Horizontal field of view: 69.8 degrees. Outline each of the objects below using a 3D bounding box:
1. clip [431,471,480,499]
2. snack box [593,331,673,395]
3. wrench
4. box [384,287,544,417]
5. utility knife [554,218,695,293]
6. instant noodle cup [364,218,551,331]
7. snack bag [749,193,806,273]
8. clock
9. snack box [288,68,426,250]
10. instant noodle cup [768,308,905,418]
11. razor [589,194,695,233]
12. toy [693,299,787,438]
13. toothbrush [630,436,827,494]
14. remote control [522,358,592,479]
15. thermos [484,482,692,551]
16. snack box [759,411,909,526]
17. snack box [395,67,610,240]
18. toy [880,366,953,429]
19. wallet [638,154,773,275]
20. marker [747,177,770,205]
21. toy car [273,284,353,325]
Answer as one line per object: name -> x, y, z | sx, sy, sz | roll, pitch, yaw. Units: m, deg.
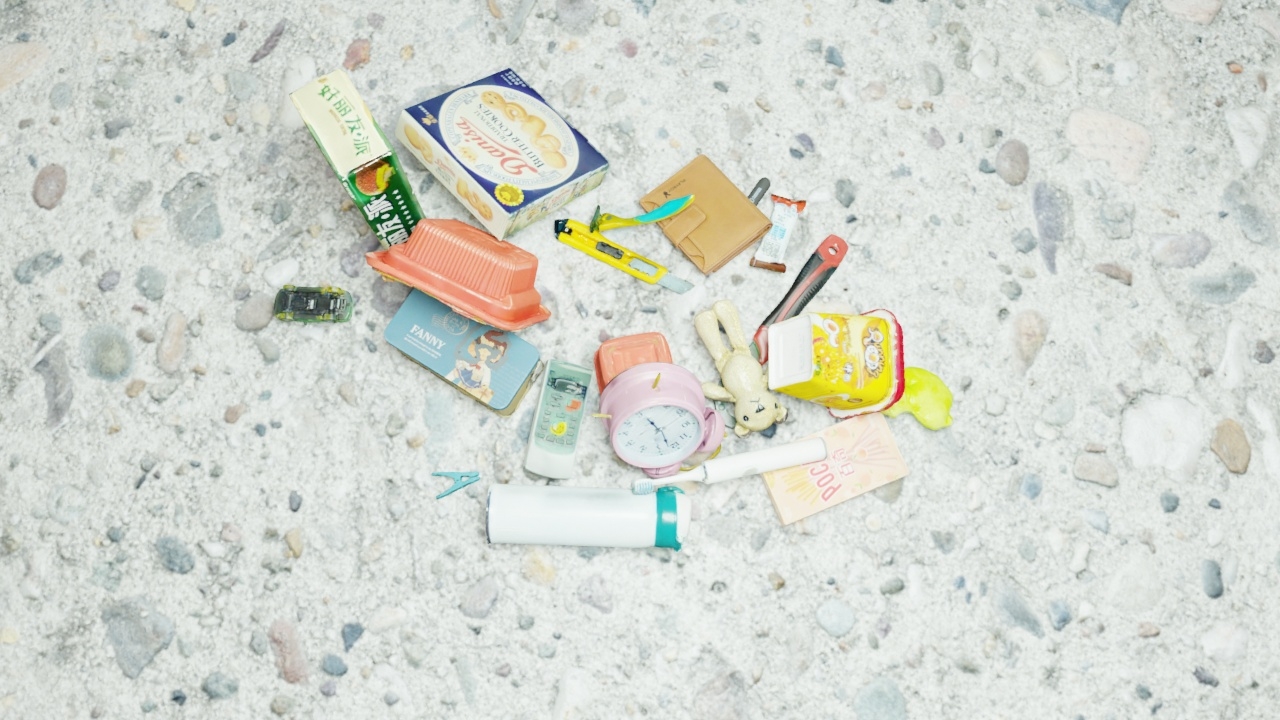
clip -> -0.210, 0.138, 1.047 | 0.055, 0.013, 0.034 | -16, 79, -5
snack box -> -0.006, 0.006, 1.046 | 0.091, 0.080, 0.082 | -11, 76, -3
wrench -> 0.167, -0.039, 1.091 | 0.056, 0.016, 0.273 | 33, 79, 3
box -> -0.206, -0.015, 1.058 | 0.184, 0.063, 0.089 | 29, 77, 4
utility knife -> -0.022, -0.126, 1.109 | 0.190, 0.015, 0.033 | 26, 78, 5
instant noodle cup -> -0.191, -0.102, 1.024 | 0.189, 0.164, 0.079 | 24, 102, 5
snack bag -> 0.167, -0.156, 1.113 | 0.048, 0.026, 0.104 | 14, 78, 9
clock -> 0.027, 0.074, 1.010 | 0.117, 0.158, 0.059 | -34, 40, 18
snack box -> -0.298, -0.204, 1.009 | 0.063, 0.240, 0.114 | -31, 78, -10
instant noodle cup -> 0.213, -0.001, 1.016 | 0.123, 0.116, 0.116 | 9, 75, -30
razor -> 0.004, -0.176, 1.090 | 0.133, 0.028, 0.043 | -10, 35, 20
toy -> 0.111, 0.007, 1.037 | 0.105, 0.066, 0.157 | -23, 88, -1
toothbrush -> 0.098, 0.118, 1.014 | 0.221, 0.027, 0.026 | -11, 37, -7
remote control -> -0.095, 0.068, 1.054 | 0.056, 0.019, 0.135 | 16, 76, -16
thermos -> -0.055, 0.170, 1.016 | 0.224, 0.073, 0.073 | 2, 77, -1
snack box -> 0.218, 0.122, 1.050 | 0.157, 0.026, 0.084 | -21, 78, -6
snack box -> -0.158, -0.248, 1.081 | 0.178, 0.046, 0.182 | 45, 50, 8
toy -> 0.316, 0.038, 1.060 | 0.100, 0.031, 0.096 | -12, 69, -19
wallet -> 0.077, -0.176, 1.106 | 0.107, 0.031, 0.132 | -37, 69, -7
marker -> 0.123, -0.175, 1.122 | 0.018, 0.015, 0.123 | 34, 79, 6
toy car -> -0.384, -0.064, 1.079 | 0.091, 0.036, 0.043 | 3, 78, -1
